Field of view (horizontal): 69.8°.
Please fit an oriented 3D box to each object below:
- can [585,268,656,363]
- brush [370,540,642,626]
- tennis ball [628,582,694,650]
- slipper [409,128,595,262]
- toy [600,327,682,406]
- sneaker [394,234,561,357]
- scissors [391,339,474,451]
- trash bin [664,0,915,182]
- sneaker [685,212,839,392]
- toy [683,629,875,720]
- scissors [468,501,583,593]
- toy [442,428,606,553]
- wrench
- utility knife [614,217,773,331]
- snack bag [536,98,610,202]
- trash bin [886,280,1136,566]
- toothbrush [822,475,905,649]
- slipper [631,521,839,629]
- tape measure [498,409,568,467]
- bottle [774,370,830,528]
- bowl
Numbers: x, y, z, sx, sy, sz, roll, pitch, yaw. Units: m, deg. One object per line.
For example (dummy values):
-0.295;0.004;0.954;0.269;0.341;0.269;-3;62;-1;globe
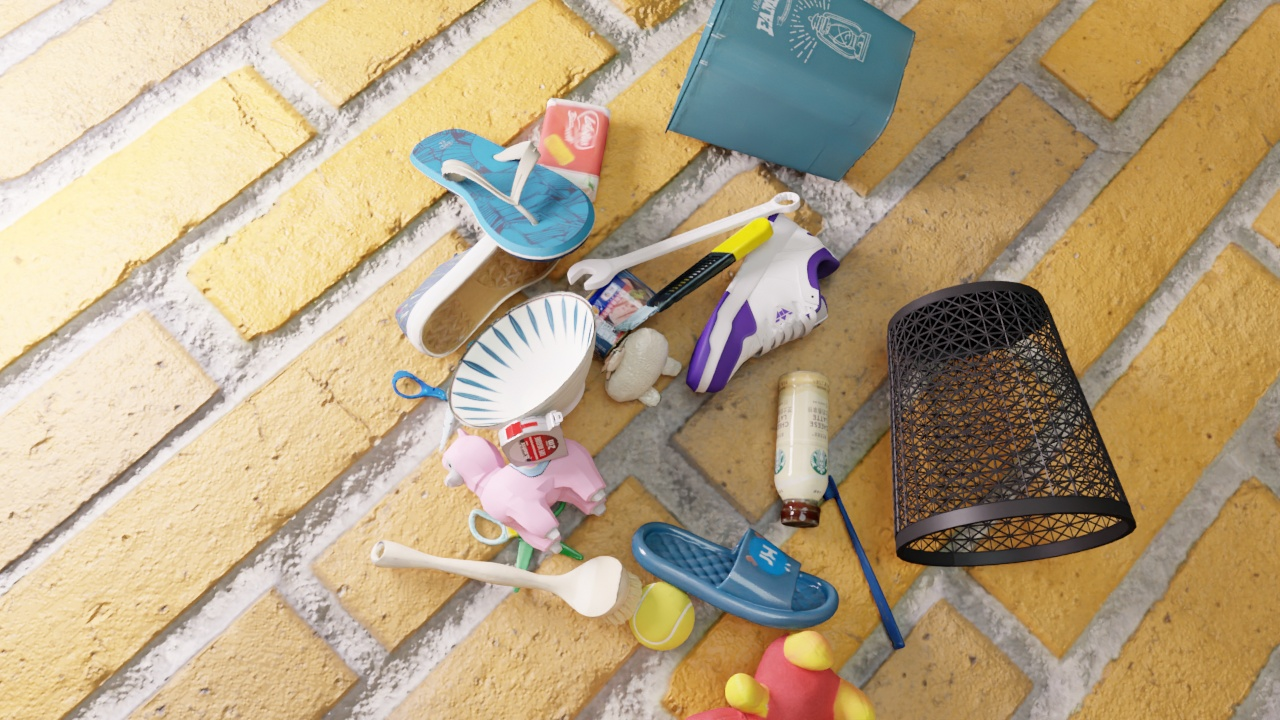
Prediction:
-0.031;-0.051;1.004;0.059;0.054;0.099;40;73;5;can
-0.133;0.210;0.898;0.272;0.077;0.061;7;49;7;brush
0.021;0.252;0.904;0.065;0.065;0.065;2;72;-5;tennis ball
-0.151;-0.198;0.973;0.118;0.060;0.295;-30;48;-27;slipper
-0.006;0.006;0.975;0.112;0.050;0.087;24;104;-38;toy
-0.173;-0.103;0.998;0.079;0.087;0.235;28;63;37;sneaker
-0.205;0.035;0.981;0.133;0.014;0.127;11;75;-6;scissors
0.171;-0.331;1.052;0.218;0.199;0.196;22;71;-6;trash bin
0.141;-0.047;1.004;0.111;0.092;0.243;29;65;3;sneaker
0.110;0.357;0.861;0.216;0.099;0.147;-38;96;-16;toy
-0.117;0.175;0.944;0.131;0.011;0.125;14;70;1;scissors
-0.118;0.117;0.925;0.123;0.067;0.157;-41;69;-21;toy
0.050;-0.132;0.999;0.273;0.009;0.047;-21;41;-10;wrench
0.057;-0.088;0.977;0.203;0.020;0.029;-35;38;-7;utility knife
-0.081;-0.246;1.071;0.077;0.036;0.115;10;71;-2;snack bag
0.352;0.065;0.933;0.217;0.217;0.242;0;65;-6;trash bin
0.231;0.211;0.966;0.017;0.016;0.190;-21;75;-4;toothbrush
0.094;0.206;0.908;0.214;0.103;0.059;18;112;6;slipper
-0.102;0.075;0.877;0.062;0.060;0.020;-15;56;-5;tape measure
0.172;0.094;0.975;0.056;0.057;0.162;6;71;-4;bottle
-0.106;0.017;0.945;0.178;0.071;0.177;-22;40;19;bowl
